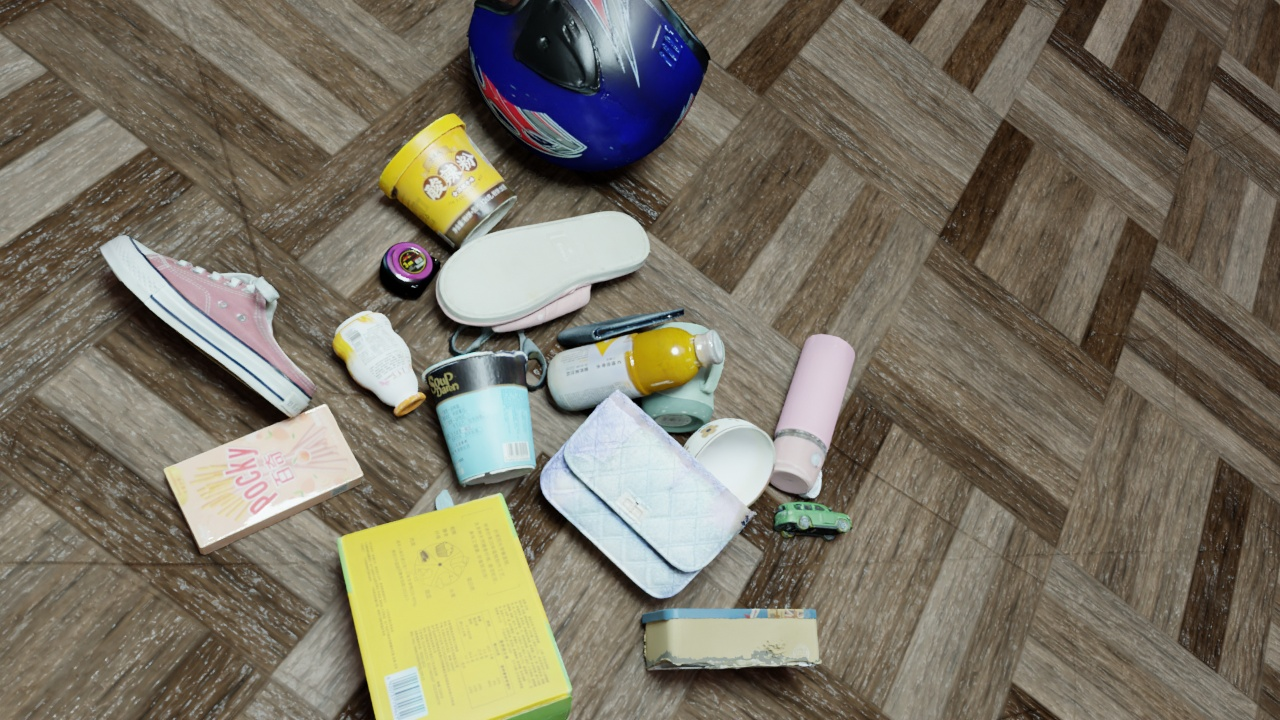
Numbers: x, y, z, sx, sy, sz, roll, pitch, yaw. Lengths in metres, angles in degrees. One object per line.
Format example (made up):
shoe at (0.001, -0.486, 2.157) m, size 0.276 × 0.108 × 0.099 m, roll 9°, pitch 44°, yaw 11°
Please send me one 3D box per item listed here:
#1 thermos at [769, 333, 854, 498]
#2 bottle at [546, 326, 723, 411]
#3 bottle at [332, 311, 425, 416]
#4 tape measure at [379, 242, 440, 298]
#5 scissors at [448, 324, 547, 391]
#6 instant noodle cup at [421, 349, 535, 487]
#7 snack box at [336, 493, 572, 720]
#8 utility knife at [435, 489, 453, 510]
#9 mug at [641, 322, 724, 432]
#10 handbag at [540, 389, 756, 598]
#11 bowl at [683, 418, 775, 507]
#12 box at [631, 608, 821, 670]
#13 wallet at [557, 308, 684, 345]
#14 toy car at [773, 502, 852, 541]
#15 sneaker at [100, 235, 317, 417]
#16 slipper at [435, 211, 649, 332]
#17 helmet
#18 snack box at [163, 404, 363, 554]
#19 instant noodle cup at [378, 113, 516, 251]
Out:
thermos at (0.209, 0.069, 1.102) m, size 0.087 × 0.067 × 0.198 m, roll 45°, pitch 51°, yaw -32°
bottle at (-0.006, 0.006, 0.979) m, size 0.190 × 0.068 × 0.068 m, roll -13°, pitch 62°, yaw 21°
bottle at (-0.264, 0.004, 0.936) m, size 0.063 × 0.063 × 0.108 m, roll -31°, pitch 79°, yaw -32°
tape measure at (-0.256, -0.099, 1.006) m, size 0.058 × 0.039 × 0.056 m, roll 31°, pitch 57°, yaw -11°
scissors at (-0.144, -0.044, 1.042) m, size 0.159 × 0.014 × 0.181 m, roll -6°, pitch 65°, yaw -27°
instant noodle cup at (-0.157, 0.062, 0.934) m, size 0.111 × 0.111 × 0.120 m, roll -8°, pitch 77°, yaw -26°
snack box at (-0.166, 0.236, 0.811) m, size 0.157 × 0.070 × 0.210 m, roll -14°, pitch 52°, yaw -19°
utility knife at (-0.157, 0.227, 0.898) m, size 0.029 × 0.013 × 0.216 m, roll -17°, pitch 75°, yaw -26°
mug at (0.051, 0.017, 1.030) m, size 0.082 × 0.112 × 0.106 m, roll 22°, pitch 58°, yaw -36°
handbag at (0.002, 0.140, 0.938) m, size 0.194 × 0.075 × 0.134 m, roll 41°, pitch 96°, yaw 2°
bowl at (0.086, 0.111, 1.015) m, size 0.113 × 0.114 × 0.062 m, roll -11°, pitch 27°, yaw -27°
box at (0.086, 0.281, 0.926) m, size 0.184 × 0.090 × 0.060 m, roll 8°, pitch 69°, yaw -20°
wallet at (-0.022, -0.039, 1.038) m, size 0.120 × 0.097 × 0.019 m, roll -16°, pitch 97°, yaw -28°
toy car at (0.197, 0.184, 1.047) m, size 0.091 × 0.043 × 0.036 m, roll 11°, pitch 61°, yaw -17°
sneaker at (-0.398, -0.048, 0.880) m, size 0.241 × 0.118 × 0.087 m, roll 38°, pitch 73°, yaw 0°
slipper at (-0.109, -0.103, 1.051) m, size 0.273 × 0.055 × 0.114 m, roll -25°, pitch 73°, yaw -31°
helmet at (-0.086, -0.371, 1.089) m, size 0.241 × 0.247 × 0.315 m, roll -40°, pitch 90°, yaw 11°
snack box at (-0.353, 0.110, 0.868) m, size 0.157 × 0.026 × 0.084 m, roll -25°, pitch 76°, yaw -31°
instant noodle cup at (-0.211, -0.194, 1.031) m, size 0.114 × 0.119 × 0.118 m, roll 47°, pitch 57°, yaw -5°
